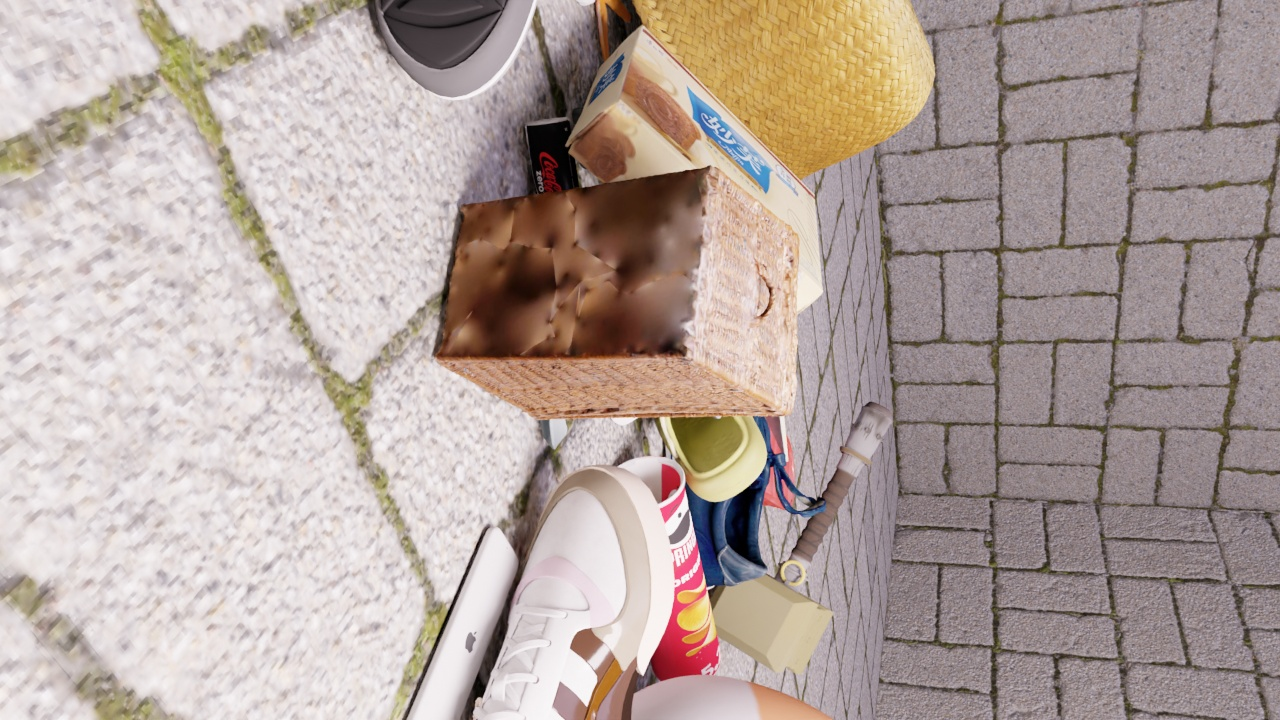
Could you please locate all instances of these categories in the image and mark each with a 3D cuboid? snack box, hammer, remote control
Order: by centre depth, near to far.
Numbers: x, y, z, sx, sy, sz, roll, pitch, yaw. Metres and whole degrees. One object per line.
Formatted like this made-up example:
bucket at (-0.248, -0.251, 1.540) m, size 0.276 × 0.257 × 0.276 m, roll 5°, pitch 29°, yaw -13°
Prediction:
remote control at (-0.107, 0.172, 0.556) m, size 0.045 × 0.008 × 0.146 m, roll 70°, pitch 29°, yaw -42°
snack box at (0.049, -0.140, 0.693) m, size 0.207 × 0.055 × 0.153 m, roll 39°, pitch 34°, yaw -21°
hammer at (0.209, 0.197, 1.084) m, size 0.324 × 0.101 × 0.190 m, roll -60°, pitch 153°, yaw -7°

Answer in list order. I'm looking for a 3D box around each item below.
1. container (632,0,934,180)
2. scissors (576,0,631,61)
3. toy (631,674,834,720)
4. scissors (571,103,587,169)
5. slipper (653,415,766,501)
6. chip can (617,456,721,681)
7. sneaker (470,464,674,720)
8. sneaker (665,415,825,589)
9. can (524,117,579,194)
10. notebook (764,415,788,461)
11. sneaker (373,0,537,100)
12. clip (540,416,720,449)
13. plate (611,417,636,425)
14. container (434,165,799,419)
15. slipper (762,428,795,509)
container at (0.132, -0.316, 0.827) m, size 0.307 × 0.197 × 0.306 m, roll 47°, pitch 31°, yaw -41°
scissors at (-0.034, -0.307, 0.752) m, size 0.130 × 0.011 × 0.125 m, roll -23°, pitch 110°, yaw -66°
toy at (0.073, 0.367, 0.659) m, size 0.266 × 0.281 × 0.262 m, roll 86°, pitch 7°, yaw -83°
scissors at (-0.035, -0.189, 0.738) m, size 0.119 × 0.019 × 0.151 m, roll 51°, pitch 47°, yaw -64°
slipper at (0.047, 0.045, 0.814) m, size 0.081 × 0.092 × 0.190 m, roll 45°, pitch 12°, yaw -31°
chip can at (0.023, 0.193, 0.817) m, size 0.069 × 0.069 × 0.221 m, roll -62°, pitch 146°, yaw -52°
sneaker at (-0.064, 0.196, 0.559) m, size 0.116 × 0.112 × 0.293 m, roll 34°, pitch 59°, yaw -49°
sneaker at (0.101, 0.077, 0.911) m, size 0.120 × 0.127 × 0.294 m, roll 23°, pitch 63°, yaw -47°
can at (-0.060, -0.129, 0.650) m, size 0.031 × 0.032 × 0.080 m, roll -47°, pitch 133°, yaw -61°
notebook at (0.132, -0.022, 1.055) m, size 0.253 × 0.009 × 0.181 m, roll -101°, pitch -179°, yaw -66°
sneaker at (-0.075, -0.249, 0.552) m, size 0.160 × 0.093 × 0.256 m, roll 50°, pitch 45°, yaw -72°
clip at (0.014, 0.002, 0.673) m, size 0.164 × 0.031 × 0.169 m, roll 21°, pitch 99°, yaw -30°
plate at (-0.005, 0.005, 0.805) m, size 0.104 × 0.026 × 0.104 m, roll 0°, pitch 90°, yaw -69°
container at (-0.014, -0.033, 0.542) m, size 0.112 × 0.199 × 0.113 m, roll 28°, pitch 64°, yaw -54°
slipper at (0.110, 0.109, 1.069) m, size 0.248 × 0.059 × 0.103 m, roll 34°, pitch 56°, yaw -47°
